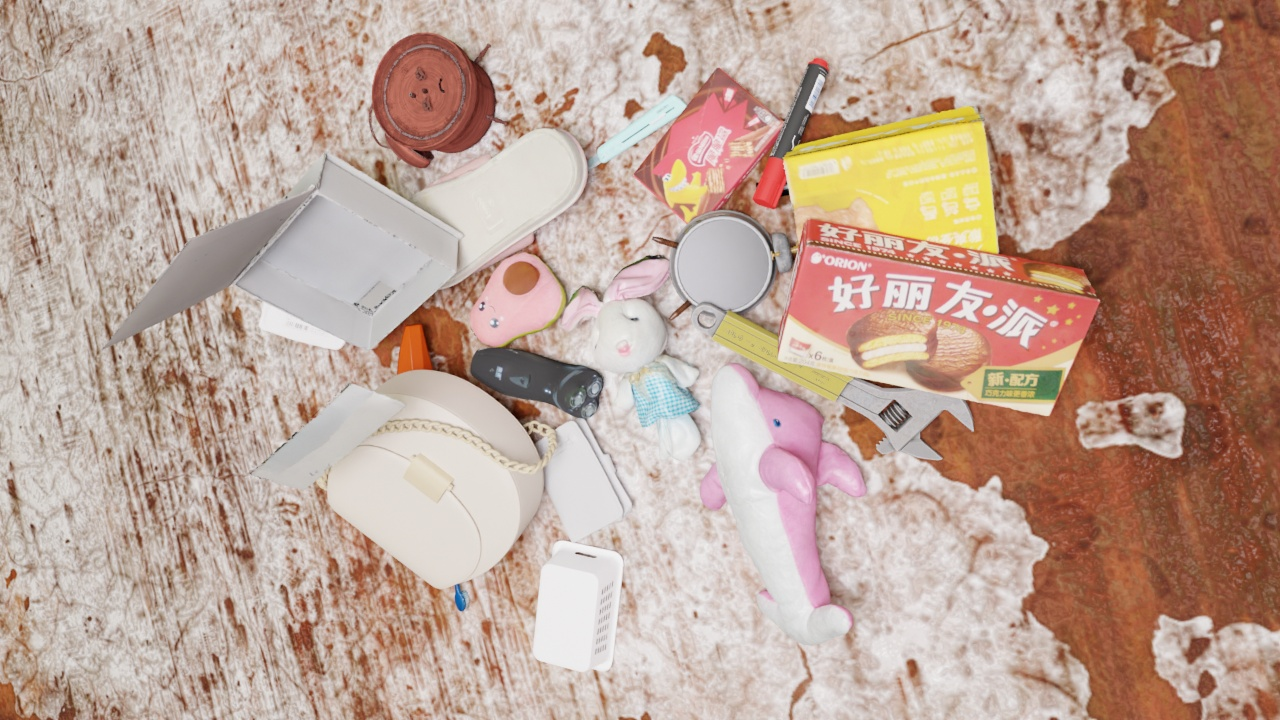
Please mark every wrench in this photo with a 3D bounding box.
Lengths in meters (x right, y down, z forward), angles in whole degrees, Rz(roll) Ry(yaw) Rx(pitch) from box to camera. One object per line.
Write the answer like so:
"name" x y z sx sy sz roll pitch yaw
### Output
"wrench" 0.171 0.013 0.841 0.273 0.018 0.084 28 109 3

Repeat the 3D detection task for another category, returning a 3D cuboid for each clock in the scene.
"clock" -0.227 -0.273 0.974 0.158 0.072 0.120 -13 88 19
"clock" 0.092 -0.094 0.872 0.148 0.056 0.104 -11 96 8

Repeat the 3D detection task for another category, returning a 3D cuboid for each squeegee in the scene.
"squeegee" -0.238 0.053 1.001 0.250 0.055 0.185 -2 100 20

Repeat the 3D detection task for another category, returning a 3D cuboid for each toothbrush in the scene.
"toothbrush" -0.209 0.211 1.021 0.021 0.017 0.135 -14 85 16

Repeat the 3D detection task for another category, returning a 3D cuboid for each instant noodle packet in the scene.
"instant noodle packet" 0.227 -0.095 0.811 0.163 0.084 0.222 -8 111 17

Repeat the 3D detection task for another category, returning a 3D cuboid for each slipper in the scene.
"slipper" -0.163 -0.156 0.963 0.275 0.054 0.114 -22 89 29

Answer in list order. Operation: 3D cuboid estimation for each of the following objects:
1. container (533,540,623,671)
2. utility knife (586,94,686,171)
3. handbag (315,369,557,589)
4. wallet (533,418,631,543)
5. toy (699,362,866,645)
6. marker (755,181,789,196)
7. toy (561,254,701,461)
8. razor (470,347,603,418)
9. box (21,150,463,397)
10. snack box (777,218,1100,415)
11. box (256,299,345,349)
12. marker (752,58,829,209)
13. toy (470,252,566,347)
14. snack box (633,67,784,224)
"container" -0.068 0.260 0.951 0.081 0.049 0.129 8 95 20
"utility knife" -0.010 -0.227 0.928 0.129 0.015 0.022 -30 114 20
"handbag" -0.208 0.117 0.946 0.210 0.103 0.209 37 119 0
"wallet" -0.064 0.123 0.956 0.086 0.032 0.116 -29 84 30
"toy" 0.142 0.124 0.848 0.127 0.187 0.265 -13 85 -21
"marker" 0.170 -0.166 0.857 0.126 0.025 0.025 0 92 20
"toy" -0.005 0.005 0.885 0.131 0.105 0.205 -24 84 15
"razor" -0.109 0.021 0.944 0.140 0.063 0.053 14 98 7
"box" -0.341 -0.086 0.831 0.167 0.368 0.150 -36 81 29
"snack box" 0.242 -0.037 0.770 0.236 0.060 0.113 12 121 4
"box" -0.387 -0.091 1.049 0.124 0.137 0.109 17 99 -23
"marker" 0.142 -0.211 0.852 0.023 0.021 0.145 23 86 -5
"toy" -0.131 -0.057 0.959 0.110 0.051 0.090 -43 73 20
"snack box" 0.067 -0.204 0.896 0.089 0.021 0.133 43 106 12
